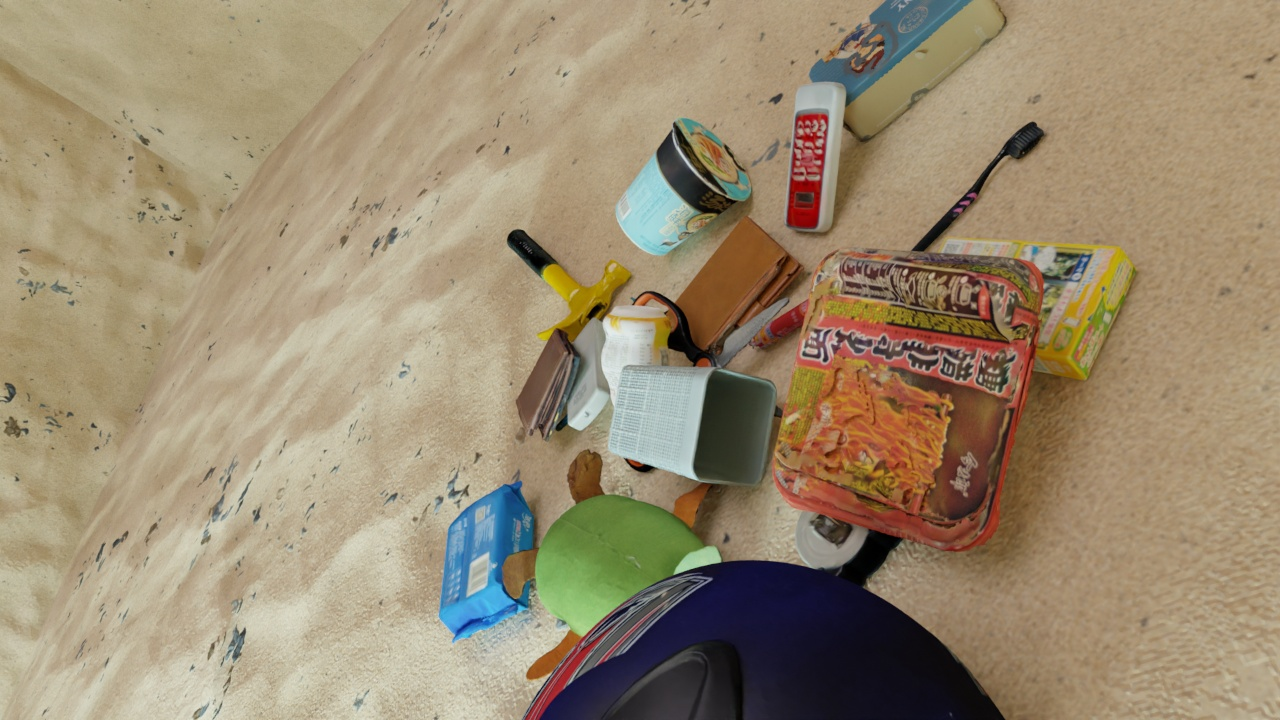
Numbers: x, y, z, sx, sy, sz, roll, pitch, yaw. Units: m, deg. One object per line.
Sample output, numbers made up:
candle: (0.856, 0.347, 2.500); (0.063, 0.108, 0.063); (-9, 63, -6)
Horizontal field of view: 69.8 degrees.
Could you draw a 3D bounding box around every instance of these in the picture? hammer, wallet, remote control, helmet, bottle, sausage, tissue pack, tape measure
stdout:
hammer: (-0.113, -0.111, 1.169); (0.129, 0.033, 0.300); (-51, 34, 4)
wallet: (0.087, -0.066, 0.884); (0.132, 0.031, 0.107); (-52, 36, 13)
remote control: (0.161, -0.188, 0.853); (0.056, 0.020, 0.136); (21, 110, 56)
helmet: (0.037, 0.254, 0.474); (0.240, 0.247, 0.315); (28, 76, 38)
remote control: (-0.056, 0.013, 0.981); (0.058, 0.021, 0.149); (-51, 24, 24)
bottle: (-0.005, 0.005, 0.841); (0.063, 0.063, 0.108); (15, 105, 54)
sausage: (0.156, -0.049, 0.797); (0.156, 0.020, 0.020); (-33, 40, 30)
tissue pack: (-0.153, 0.202, 0.933); (0.095, 0.052, 0.156); (-32, 40, 27)
wallet: (-0.100, 0.022, 1.006); (0.101, 0.032, 0.124); (-65, 18, 8)
tape measure: (0.144, 0.125, 0.653); (0.066, 0.033, 0.066); (-53, 34, 1)

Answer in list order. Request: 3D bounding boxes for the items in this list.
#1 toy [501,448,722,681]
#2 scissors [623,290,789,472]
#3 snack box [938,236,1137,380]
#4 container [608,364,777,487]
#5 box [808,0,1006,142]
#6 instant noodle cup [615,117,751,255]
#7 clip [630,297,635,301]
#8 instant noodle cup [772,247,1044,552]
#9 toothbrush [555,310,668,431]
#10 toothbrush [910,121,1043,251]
toy: (-0.018, 0.172, 0.762); (0.226, 0.090, 0.247); (-49, 35, -15)
scissors: (0.048, 0.010, 0.847); (0.235, 0.021, 0.220); (-53, 48, 22)
snack box: (0.262, -0.041, 0.650); (0.141, 0.033, 0.087); (14, 73, 56)
container: (0.039, 0.050, 0.769); (0.112, 0.089, 0.090); (7, 85, 46)
box: (0.251, -0.296, 0.856); (0.185, 0.061, 0.089); (-42, 37, 22)
instant noodle cup: (0.039, -0.178, 0.986); (0.121, 0.111, 0.111); (-42, 35, 34)
clip: (-0.002, -0.051, 0.999); (0.034, 0.013, 0.054); (-59, 32, -4)
instant noodle cup: (0.182, 0.024, 0.613); (0.165, 0.079, 0.189); (13, 90, 45)
toothbrush: (-0.028, 0.014, 0.978); (0.190, 0.016, 0.014); (-46, 37, 19)
toothbrush: (0.253, -0.116, 0.742); (0.189, 0.014, 0.017); (-49, 47, 11)
